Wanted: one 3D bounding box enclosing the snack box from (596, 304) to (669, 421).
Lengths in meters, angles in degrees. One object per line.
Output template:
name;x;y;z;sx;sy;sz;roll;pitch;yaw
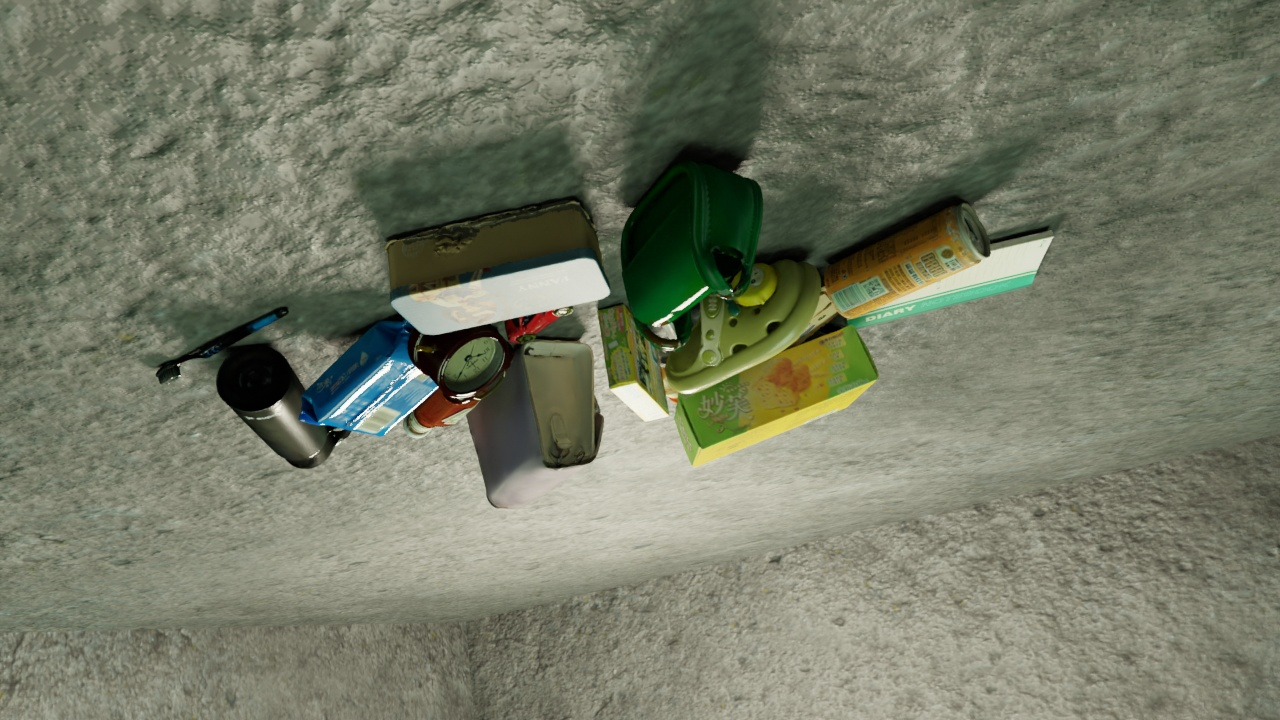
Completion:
snack box;-0.006;0.006;0.969;0.034;0.086;0.140;-13;160;10

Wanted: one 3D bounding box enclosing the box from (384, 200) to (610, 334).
box;-0.109;-0.075;0.747;0.184;0.059;0.090;-11;161;8

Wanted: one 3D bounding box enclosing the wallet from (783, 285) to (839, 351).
wallet;0.173;-0.043;0.959;0.087;0.024;0.115;-40;162;12

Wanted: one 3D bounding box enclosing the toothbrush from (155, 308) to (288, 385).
toothbrush;-0.392;-0.012;0.856;0.190;0.016;0.014;-21;165;26

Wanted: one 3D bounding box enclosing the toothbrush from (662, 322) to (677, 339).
toothbrush;0.038;-0.035;0.968;0.026;0.026;0.221;4;164;15

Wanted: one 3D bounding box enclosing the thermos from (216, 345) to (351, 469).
thermos;-0.370;0.054;0.980;0.090;0.068;0.243;-20;164;-13

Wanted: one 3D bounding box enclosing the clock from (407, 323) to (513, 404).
clock;-0.164;-0.004;0.863;0.082;0.055;0.122;-42;146;-10

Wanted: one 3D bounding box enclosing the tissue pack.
tissue pack;-0.255;0.017;0.906;0.157;0.052;0.095;-39;149;15

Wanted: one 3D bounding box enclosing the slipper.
slipper;0.085;-0.037;0.889;0.191;0.091;0.081;-35;125;30

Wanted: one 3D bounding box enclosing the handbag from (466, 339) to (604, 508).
handbag;-0.119;0.077;1.030;0.098;0.144;0.198;5;157;-27

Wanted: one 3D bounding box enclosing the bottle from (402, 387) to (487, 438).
bottle;-0.228;0.048;1.033;0.059;0.059;0.207;1;162;-27

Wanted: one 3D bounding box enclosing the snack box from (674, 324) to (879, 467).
snack box;0.146;0.044;1.039;0.210;0.070;0.158;-21;167;-5

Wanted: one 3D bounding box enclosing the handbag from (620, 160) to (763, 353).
handbag;0.039;-0.080;0.710;0.068;0.120;0.132;8;156;-27

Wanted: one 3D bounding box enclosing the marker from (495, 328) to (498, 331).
marker;-0.168;-0.004;0.975;0.018;0.015;0.124;-1;157;-20

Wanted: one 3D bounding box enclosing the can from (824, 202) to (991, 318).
can;0.246;-0.091;0.860;0.146;0.058;0.058;-26;155;38

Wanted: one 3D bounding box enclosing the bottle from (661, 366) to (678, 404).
bottle;0.067;0.038;1.137;0.067;0.066;0.149;-22;149;32

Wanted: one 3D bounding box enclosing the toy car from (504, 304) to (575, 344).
toy car;-0.096;-0.052;0.828;0.031;0.049;0.107;7;155;-37

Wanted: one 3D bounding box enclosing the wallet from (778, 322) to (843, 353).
wallet;0.177;-0.021;1.080;0.120;0.019;0.097;12;151;-41

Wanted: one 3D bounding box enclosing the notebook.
notebook;0.323;-0.083;0.988;0.209;0.012;0.150;-14;161;11
